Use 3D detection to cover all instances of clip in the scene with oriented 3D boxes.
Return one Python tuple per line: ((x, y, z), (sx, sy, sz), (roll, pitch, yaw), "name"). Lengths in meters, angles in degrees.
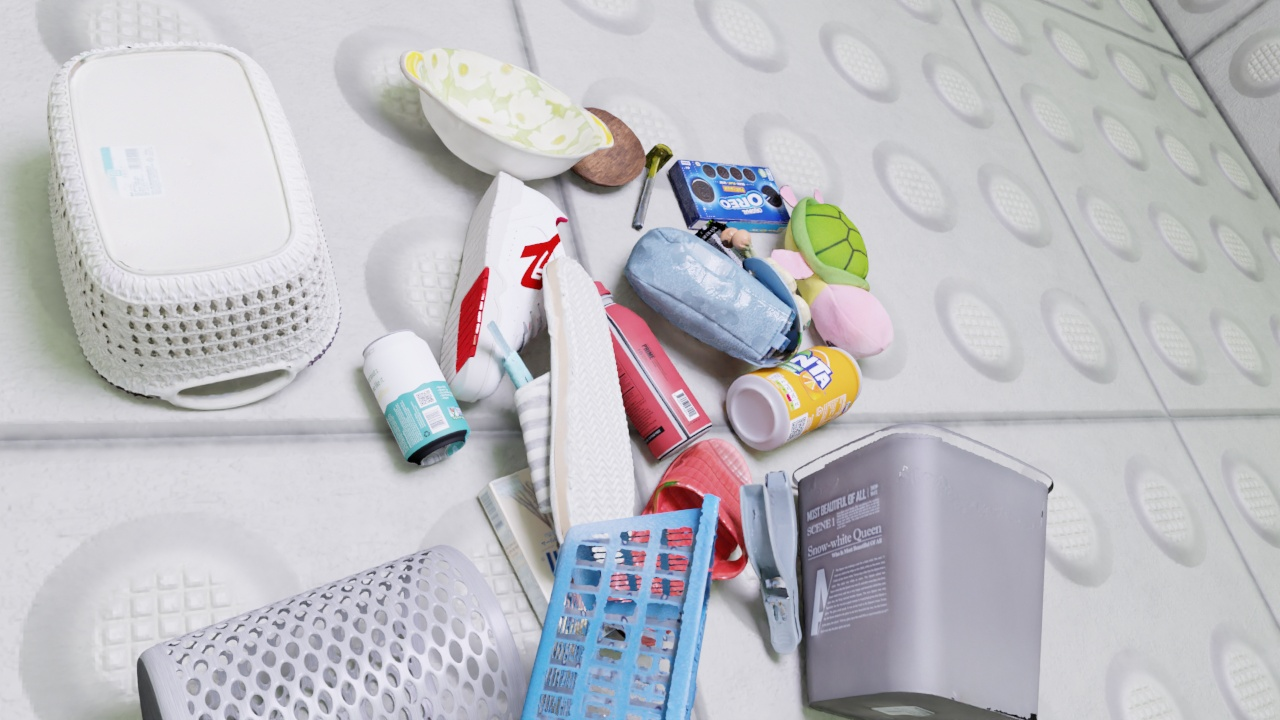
((0.128, 0.165, 0.846), (0.164, 0.031, 0.173), (-51, 131, -63), "clip")

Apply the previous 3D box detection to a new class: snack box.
((0.108, -0.193, 1.086), (0.150, 0.027, 0.082), (-6, 66, -36), "snack box")
((-0.063, 0.157, 0.748), (0.081, 0.026, 0.150), (-17, 73, -43), "snack box")

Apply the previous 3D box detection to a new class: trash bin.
((0.251, 0.208, 0.830), (0.197, 0.198, 0.219), (22, 58, -21), "trash bin")
((-0.184, 0.211, 0.547), (0.182, 0.157, 0.156), (-12, 69, -36), "trash bin")

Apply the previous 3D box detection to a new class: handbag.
((0.082, -0.074, 0.922), (0.192, 0.122, 0.118), (35, 92, -5), "handbag")

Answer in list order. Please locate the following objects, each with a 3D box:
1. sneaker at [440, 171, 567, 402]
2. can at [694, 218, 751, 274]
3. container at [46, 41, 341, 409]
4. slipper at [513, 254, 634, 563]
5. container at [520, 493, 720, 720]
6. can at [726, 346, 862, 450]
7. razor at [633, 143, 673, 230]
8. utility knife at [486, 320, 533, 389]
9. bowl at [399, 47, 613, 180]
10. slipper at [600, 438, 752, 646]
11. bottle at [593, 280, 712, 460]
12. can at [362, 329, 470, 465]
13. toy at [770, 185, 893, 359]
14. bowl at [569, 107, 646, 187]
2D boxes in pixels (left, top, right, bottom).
((-0.106, -0.058, 0.819), (0.104, 0.091, 0.236), (22, 47, -23), "sneaker")
((0.111, -0.091, 1.005), (0.137, 0.054, 0.053), (47, 47, 0), "can")
((-0.323, -0.106, 0.659), (0.184, 0.144, 0.251), (-14, 70, -24), "container")
((-0.055, 0.039, 0.760), (0.114, 0.054, 0.272), (31, 47, -50), "slipper")
((-0.027, 0.278, 0.537), (0.089, 0.257, 0.361), (9, 62, 7), "container")
((0.160, 0.035, 0.941), (0.142, 0.079, 0.079), (-20, 74, -41), "can")
((0.008, -0.188, 1.016), (0.026, 0.043, 0.105), (26, 60, -21), "razor")
((-0.100, 0.013, 0.758), (0.015, 0.147, 0.022), (7, 56, 23), "utility knife")
((-0.136, -0.232, 0.901), (0.219, 0.060, 0.188), (14, 35, -27), "bowl")
((0.050, 0.145, 0.796), (0.103, 0.059, 0.248), (48, 38, -4), "slipper")
((-0.005, 0.005, 0.860), (0.062, 0.062, 0.176), (-26, 78, -42), "bottle")
((-0.179, 0.030, 0.730), (0.054, 0.055, 0.101), (-18, 73, -40), "can")
((0.220, -0.108, 1.062), (0.190, 0.088, 0.237), (24, 46, -47), "toy")
((-0.048, -0.227, 1.002), (0.102, 0.026, 0.113), (48, 48, 2), "bowl")
